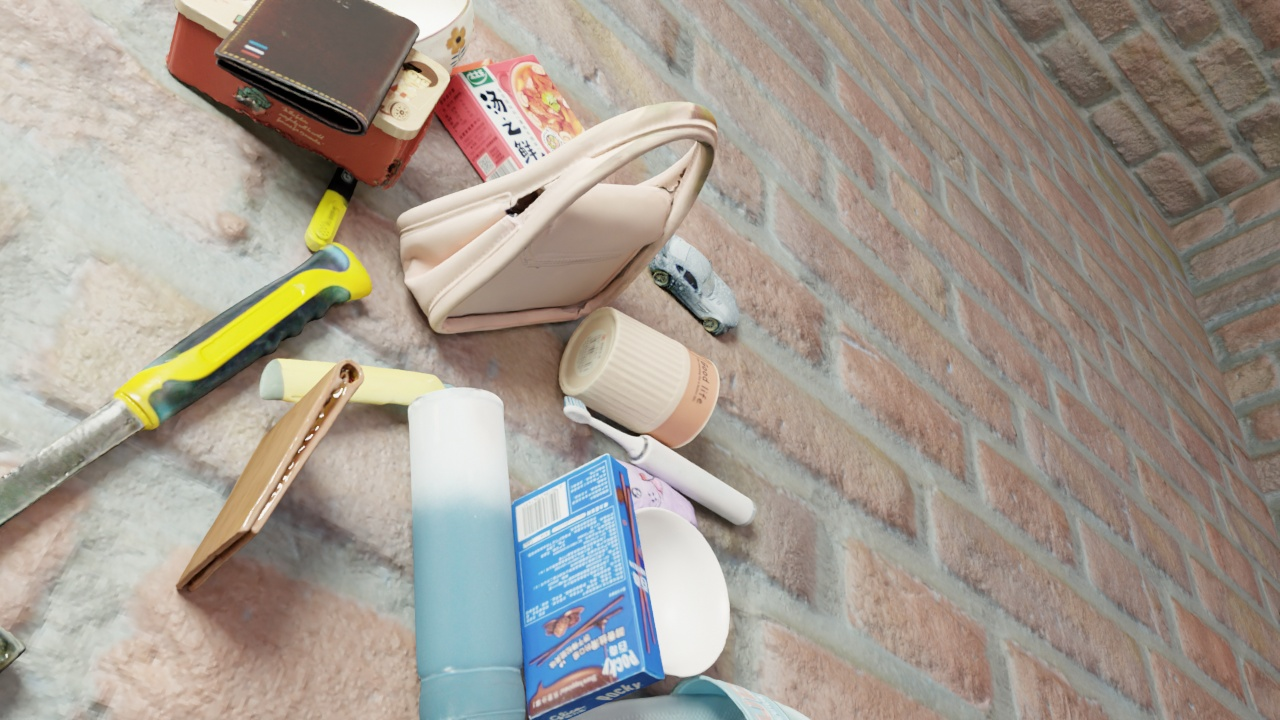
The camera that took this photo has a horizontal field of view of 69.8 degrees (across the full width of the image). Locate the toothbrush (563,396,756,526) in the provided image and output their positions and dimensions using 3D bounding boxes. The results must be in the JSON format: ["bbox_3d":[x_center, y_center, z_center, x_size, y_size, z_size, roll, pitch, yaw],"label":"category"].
[{"bbox_3d":[0.018,0.084,0.746,0.221,0.027,0.026,34,25,-35],"label":"toothbrush"}]

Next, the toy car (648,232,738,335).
[{"bbox_3d":[0.055,-0.077,0.902,0.120,0.037,0.054,44,40,-22],"label":"toy car"}]

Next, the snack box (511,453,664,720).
[{"bbox_3d":[-0.038,0.143,0.590,0.026,0.085,0.157,44,25,-43],"label":"snack box"}]

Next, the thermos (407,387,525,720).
[{"bbox_3d":[-0.109,0.128,0.571,0.070,0.070,0.220,15,57,-41],"label":"thermos"}]

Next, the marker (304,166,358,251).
[{"bbox_3d":[-0.214,-0.125,0.660,0.018,0.015,0.123,32,44,-27],"label":"marker"}]

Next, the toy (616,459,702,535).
[{"bbox_3d":[0.008,0.114,0.716,0.108,0.039,0.083,37,12,-26],"label":"toy"}]

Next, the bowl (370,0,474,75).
[{"bbox_3d":[-0.182,-0.252,0.723,0.062,0.113,0.113,79,15,-50],"label":"bowl"}]

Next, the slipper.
[{"bbox_3d":[0.042,0.256,0.606,0.245,0.074,0.104,13,29,-33],"label":"slipper"}]

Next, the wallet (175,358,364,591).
[{"bbox_3d":[-0.198,0.061,0.488,0.020,0.101,0.115,37,44,-20],"label":"wallet"}]

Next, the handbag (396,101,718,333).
[{"bbox_3d":[-0.042,-0.107,0.656,0.192,0.235,0.093,-13,77,-50],"label":"handbag"}]

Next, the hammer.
[{"bbox_3d":[-0.264,0.015,0.502,0.126,0.032,0.322,51,39,-11],"label":"hammer"}]

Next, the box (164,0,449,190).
[{"bbox_3d":[-0.230,-0.197,0.640,0.168,0.079,0.091,29,46,-15],"label":"box"}]

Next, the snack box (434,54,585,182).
[{"bbox_3d":[-0.115,-0.215,0.800,0.127,0.044,0.113,54,39,-5],"label":"snack box"}]

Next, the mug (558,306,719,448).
[{"bbox_3d":[-0.004,0.004,0.755,0.106,0.082,0.114,29,26,-30],"label":"mug"}]

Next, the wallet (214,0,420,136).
[{"bbox_3d":[-0.204,-0.204,0.593,0.096,0.020,0.122,25,46,-18],"label":"wallet"}]

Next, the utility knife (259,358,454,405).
[{"bbox_3d":[-0.171,0.017,0.591,0.172,0.019,0.031,6,65,-53],"label":"utility knife"}]

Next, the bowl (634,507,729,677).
[{"bbox_3d":[0.001,0.171,0.657,0.118,0.065,0.118,25,50,-34],"label":"bowl"}]
